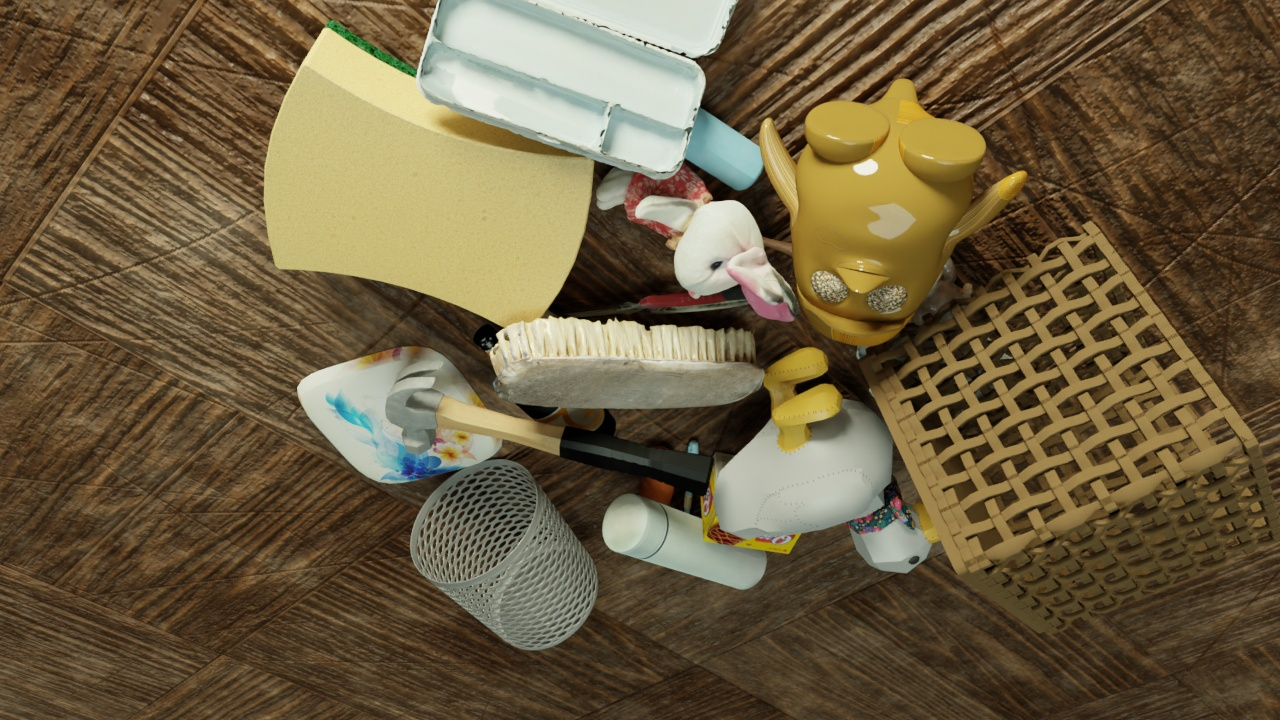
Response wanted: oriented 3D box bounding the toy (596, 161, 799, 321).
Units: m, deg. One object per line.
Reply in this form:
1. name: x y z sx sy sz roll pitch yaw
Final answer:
1. toy: 0.048 -0.100 0.746 0.194 0.159 0.084 39 96 11

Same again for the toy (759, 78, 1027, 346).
1. toy: 0.181 -0.097 0.731 0.199 0.162 0.204 16 133 15

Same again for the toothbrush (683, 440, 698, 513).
1. toothbrush: 0.056 0.145 1.065 0.016 0.022 0.155 -31 143 -30

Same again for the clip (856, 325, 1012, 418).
1. clip: 0.287 0.016 0.915 0.143 0.074 0.125 22 128 -25

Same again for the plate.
1. plate: -0.260 0.068 0.998 0.187 0.016 0.187 -15 131 15

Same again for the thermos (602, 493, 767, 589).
1. thermos: 0.055 0.211 1.055 0.068 0.067 0.230 -34 140 28

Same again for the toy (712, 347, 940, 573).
1. toy: 0.195 0.125 0.935 0.247 0.140 0.268 -21 118 11

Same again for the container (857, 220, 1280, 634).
1. container: 0.364 0.072 0.788 0.215 0.219 0.251 -32 140 21

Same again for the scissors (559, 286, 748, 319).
1. scissors: 0.019 -0.053 0.859 0.187 0.015 0.146 -1 172 -17

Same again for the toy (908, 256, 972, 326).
1. toy: 0.265 -0.067 0.835 0.106 0.074 0.085 21 117 -23

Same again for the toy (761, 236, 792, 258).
1. toy: 0.092 -0.094 0.822 0.102 0.041 0.055 16 113 -4

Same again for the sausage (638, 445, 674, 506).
1. sausage: 0.013 0.160 1.063 0.044 0.039 0.165 6 133 -8

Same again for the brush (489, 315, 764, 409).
1. brush: -0.005 0.005 0.851 0.270 0.056 0.083 1 148 -26

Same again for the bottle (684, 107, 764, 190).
1. bottle: 0.040 -0.184 0.737 0.130 0.040 0.040 27 128 -23

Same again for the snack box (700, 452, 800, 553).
1. snack box: 0.124 0.160 1.032 0.105 0.083 0.061 11 134 -10

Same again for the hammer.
1. hammer: -0.091 0.076 0.904 0.328 0.039 0.131 13 143 6

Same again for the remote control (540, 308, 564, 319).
1. remote control: -0.074 -0.021 0.911 0.146 0.008 0.045 32 139 -26

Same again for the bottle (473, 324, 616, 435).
1. bottle: -0.100 0.028 0.927 0.059 0.059 0.181 -27 127 24

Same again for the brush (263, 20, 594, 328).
1. brush: -0.171 -0.140 0.759 0.250 0.075 0.196 16 132 -13

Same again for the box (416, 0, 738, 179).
1. box: -0.041 -0.246 0.661 0.209 0.061 0.193 14 102 -13

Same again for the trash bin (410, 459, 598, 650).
1. trash bin: -0.147 0.230 1.058 0.157 0.156 0.183 -16 134 16
